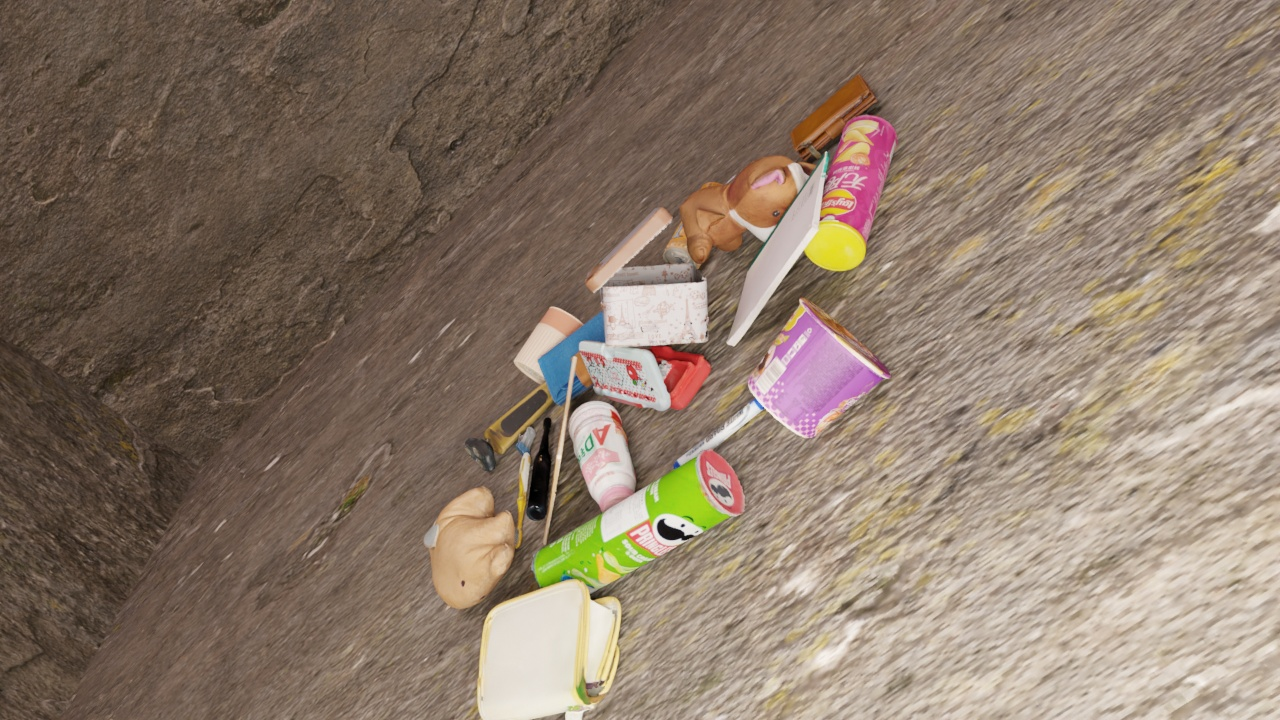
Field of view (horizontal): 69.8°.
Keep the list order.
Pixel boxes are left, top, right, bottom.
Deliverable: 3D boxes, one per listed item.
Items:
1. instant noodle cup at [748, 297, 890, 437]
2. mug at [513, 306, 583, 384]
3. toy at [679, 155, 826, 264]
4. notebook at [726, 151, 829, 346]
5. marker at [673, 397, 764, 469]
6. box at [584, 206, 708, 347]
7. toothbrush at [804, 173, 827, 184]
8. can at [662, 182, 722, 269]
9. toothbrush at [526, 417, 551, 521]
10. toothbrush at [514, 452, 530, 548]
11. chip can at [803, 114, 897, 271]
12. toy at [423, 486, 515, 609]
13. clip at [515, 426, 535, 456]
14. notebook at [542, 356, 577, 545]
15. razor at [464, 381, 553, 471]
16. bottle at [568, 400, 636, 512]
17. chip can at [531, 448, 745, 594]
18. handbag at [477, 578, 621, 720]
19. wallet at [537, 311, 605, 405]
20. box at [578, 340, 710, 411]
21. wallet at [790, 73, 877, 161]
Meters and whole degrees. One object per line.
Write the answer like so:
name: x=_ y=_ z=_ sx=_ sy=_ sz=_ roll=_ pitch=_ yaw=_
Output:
instant noodle cup: x=0.164 y=0.013 z=0.876 sx=0.099 sy=0.111 sz=0.111 roll=-51 pitch=22 yaw=16
mug: x=-0.127 y=-0.014 z=1.438 sx=0.115 sy=0.081 sz=0.105 roll=22 pitch=71 yaw=39
toy: x=0.145 y=-0.199 z=1.210 sx=0.200 sy=0.130 sz=0.139 roll=-33 pitch=-2 yaw=39
notebook: x=0.164 y=-0.130 z=1.093 sx=0.210 sy=0.012 sz=0.150 roll=121 pitch=171 yaw=-47
marker: x=0.093 y=0.075 z=0.995 sx=0.146 sy=0.017 sz=0.016 roll=-40 pitch=25 yaw=16
box: x=0.002 y=-0.118 z=1.162 sx=0.150 sy=0.168 sz=0.182 roll=-2 pitch=13 yaw=-3
toothbrush: x=0.229 y=-0.251 z=1.258 sx=0.026 sy=0.027 sz=0.221 roll=-18 pitch=18 yaw=-16
can: x=0.089 y=-0.198 z=1.372 sx=0.058 sy=0.058 sz=0.145 roll=-12 pitch=41 yaw=53
toothbrush: x=-0.136 y=0.143 z=1.266 sx=0.026 sy=0.027 sz=0.212 roll=1 pitch=30 yaw=-2
toothbrush: x=-0.165 y=0.185 z=1.255 sx=0.016 sy=0.018 sz=0.191 roll=-36 pitch=28 yaw=20
chip can: x=0.251 y=-0.202 z=1.090 sx=0.072 sy=0.071 sz=0.210 roll=-21 pitch=34 yaw=45
toy: x=-0.207 y=0.248 z=1.152 sx=0.226 sy=0.082 sz=0.143 roll=25 pitch=93 yaw=62
clip: x=-0.173 y=0.122 z=1.362 sx=0.028 sy=0.024 sz=0.056 roll=-34 pitch=23 yaw=19
notebook: x=-0.103 y=0.111 z=1.175 sx=0.207 sy=0.008 sz=0.148 roll=-87 pitch=8 yaw=-55
razor: x=-0.194 y=0.097 z=1.403 sx=0.167 sy=0.062 sz=0.067 roll=-43 pitch=-8 yaw=-2
bottle: x=-0.042 y=0.122 z=1.093 sx=0.068 sy=0.068 sz=0.196 roll=-42 pitch=28 yaw=11
chip can: x=-0.006 y=0.175 z=0.940 sx=0.237 sy=0.072 sz=0.072 roll=-34 pitch=27 yaw=27
handbag: x=-0.091 y=0.318 z=0.897 sx=0.164 sy=0.063 sz=0.178 roll=-28 pitch=45 yaw=38
wallet: x=-0.084 y=-0.004 z=1.344 sx=0.133 sy=0.040 sz=0.106 roll=-37 pitch=46 yaw=10
box: x=-0.010 y=0.006 z=1.173 sx=0.095 sy=0.099 sz=0.202 roll=-54 pitch=25 yaw=-14
wallet: x=0.275 y=-0.349 z=1.320 sx=0.131 sy=0.035 sz=0.118 roll=-38 pitch=25 yaw=24
